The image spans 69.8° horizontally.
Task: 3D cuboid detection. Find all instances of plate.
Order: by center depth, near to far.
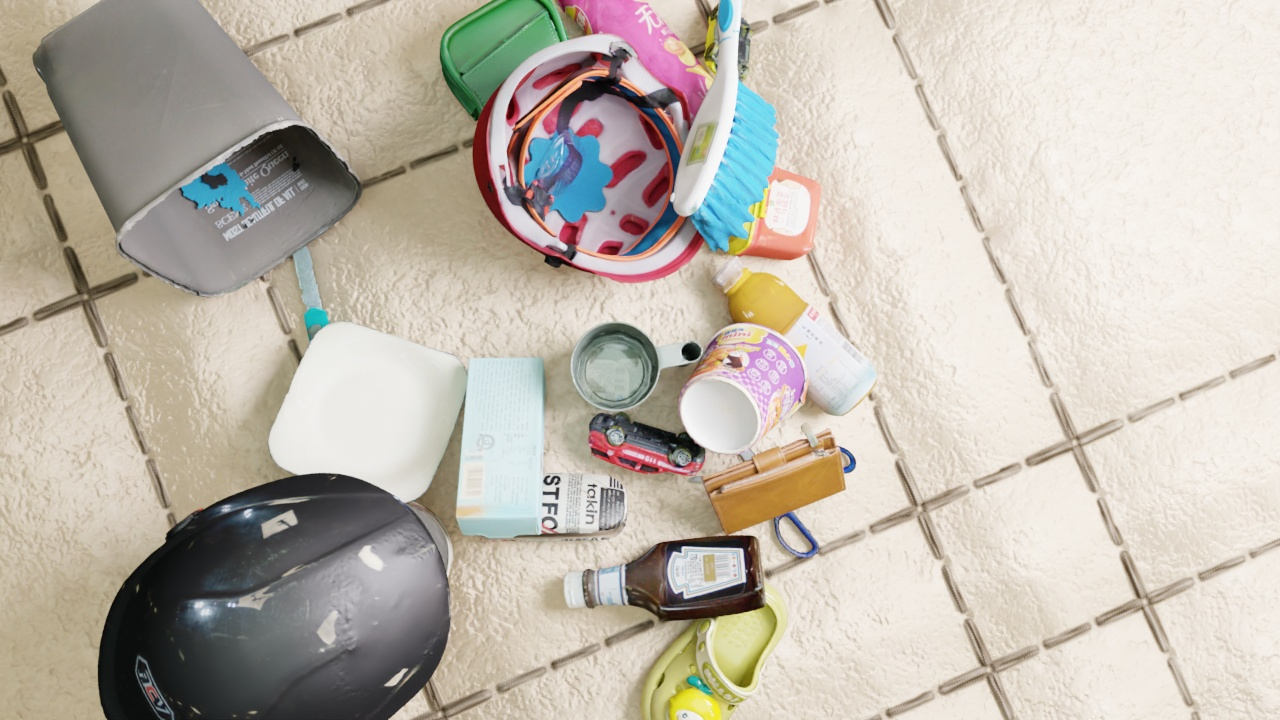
[{"bbox_3d":[-0.265,0.053,0.906,0.164,0.034,0.163,19,68,-3],"label":"plate"}]

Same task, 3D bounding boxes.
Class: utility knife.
[{"bbox_3d":[-0.326,-0.015,0.935,0.029,0.013,0.221,-15,86,-2],"label":"utility knife"}]

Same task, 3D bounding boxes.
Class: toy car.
[{"bbox_3d":[0.005,0.087,0.917,0.120,0.052,0.045,15,110,6],"label":"toy car"},{"bbox_3d":[0.086,-0.319,0.934,0.048,0.032,0.105,28,51,-27],"label":"toy car"}]

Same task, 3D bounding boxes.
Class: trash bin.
[{"bbox_3d":[-0.418,-0.211,0.862,0.199,0.199,0.219,-36,78,-5],"label":"trash bin"}]

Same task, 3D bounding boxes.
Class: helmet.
[{"bbox_3d":[-0.287,0.212,0.754,0.273,0.231,0.233,-26,87,-41],"label":"helmet"},{"bbox_3d":[-0.055,-0.184,0.887,0.240,0.144,0.206,42,76,-29],"label":"helmet"}]

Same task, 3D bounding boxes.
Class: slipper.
[{"bbox_3d":[0.073,0.298,0.893,0.091,0.081,0.190,37,84,4],"label":"slipper"}]

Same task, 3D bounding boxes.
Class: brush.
[{"bbox_3d":[0.090,-0.266,0.868,0.109,0.061,0.314,28,73,-36],"label":"brush"}]

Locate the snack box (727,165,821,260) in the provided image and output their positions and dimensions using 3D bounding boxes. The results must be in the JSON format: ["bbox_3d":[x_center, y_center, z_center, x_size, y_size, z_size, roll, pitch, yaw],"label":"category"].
[{"bbox_3d":[0.134,-0.147,0.921,0.080,0.082,0.091,11,85,-11],"label":"snack box"}]

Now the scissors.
[{"bbox_3d":[0.140,0.125,0.938,0.176,0.012,0.162,-17,86,0],"label":"scissors"}]

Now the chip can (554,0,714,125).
[{"bbox_3d":[0.006,-0.313,0.930,0.071,0.071,0.210,-41,88,-3],"label":"chip can"}]

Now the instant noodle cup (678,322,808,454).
[{"bbox_3d":[0.092,0.031,0.875,0.112,0.099,0.112,12,117,23],"label":"instant noodle cup"}]

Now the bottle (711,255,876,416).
[{"bbox_3d":[0.150,-0.027,0.918,0.189,0.068,0.068,44,87,2],"label":"bottle"}]

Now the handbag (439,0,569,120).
[{"bbox_3d":[-0.132,-0.301,0.934,0.131,0.068,0.120,-30,96,-4],"label":"handbag"}]

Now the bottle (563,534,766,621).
[{"bbox_3d":[0.023,0.217,0.901,0.195,0.044,0.079,-8,45,7],"label":"bottle"}]

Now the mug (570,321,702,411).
[{"bbox_3d":[-0.005,0.005,0.896,0.124,0.103,0.083,-10,87,-3],"label":"mug"}]

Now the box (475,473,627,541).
[{"bbox_3d":[-0.094,0.149,0.919,0.163,0.081,0.074,-3,57,1],"label":"box"}]

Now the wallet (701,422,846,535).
[{"bbox_3d":[0.130,0.117,0.879,0.131,0.119,0.035,-21,49,2],"label":"wallet"}]

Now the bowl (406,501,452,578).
[{"bbox_3d":[-0.237,0.189,0.900,0.113,0.062,0.113,0,88,-1],"label":"bowl"}]

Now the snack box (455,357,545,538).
[{"bbox_3d":[-0.131,0.081,0.881,0.074,0.052,0.174,0,60,-2],"label":"snack box"}]
